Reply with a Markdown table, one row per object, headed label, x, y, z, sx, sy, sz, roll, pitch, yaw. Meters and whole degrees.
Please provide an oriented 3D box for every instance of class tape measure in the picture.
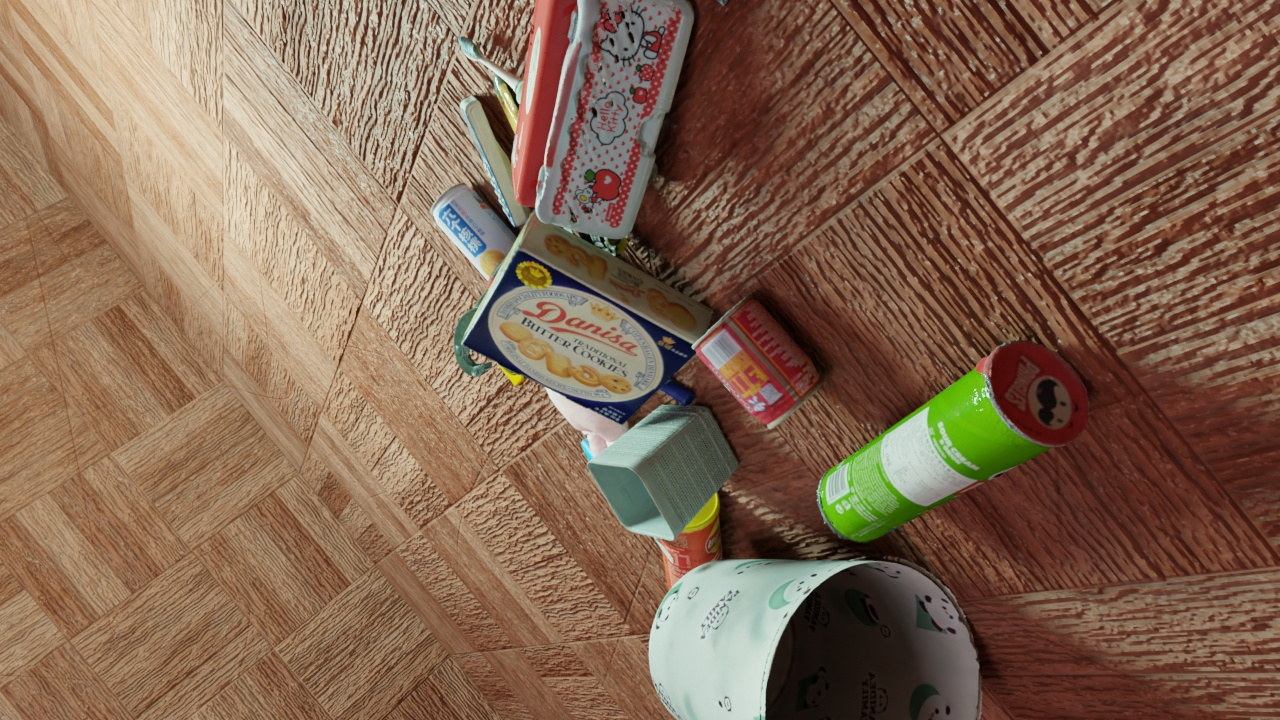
| label | x | y | z | sx | sy | sz | roll | pitch | yaw |
| --- | --- | --- | --- | --- | --- | --- | --- | --- | --- |
| tape measure | -0.152 | -0.003 | 1.108 | 0.060 | 0.028 | 0.057 | 50 | 151 | 0 |

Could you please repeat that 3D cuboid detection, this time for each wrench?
| label | x | y | z | sx | sy | sz | roll | pitch | yaw |
| --- | --- | --- | --- | --- | --- | --- | --- | --- | --- |
| wrench | -0.128 | -0.081 | 0.913 | 0.056 | 0.016 | 0.274 | 45 | 128 | 10 |

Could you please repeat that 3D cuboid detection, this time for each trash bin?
| label | x | y | z | sx | sy | sz | roll | pitch | yaw |
| --- | --- | --- | --- | --- | --- | --- | --- | --- | --- |
| trash bin | 0.144 | 0.291 | 0.866 | 0.229 | 0.229 | 0.252 | 55 | 156 | -9 |

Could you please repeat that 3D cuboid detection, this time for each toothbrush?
| label | x | y | z | sx | sy | sz | roll | pitch | yaw |
| --- | --- | --- | --- | --- | --- | --- | --- | --- | --- |
| toothbrush | -0.075 | -0.213 | 0.773 | 0.224 | 0.026 | 0.027 | 39 | 170 | 19 |

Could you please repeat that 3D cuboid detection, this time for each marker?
| label | x | y | z | sx | sy | sz | roll | pitch | yaw |
| --- | --- | --- | --- | --- | --- | --- | --- | --- | --- |
| marker | -0.006 | 0.005 | 0.934 | 0.146 | 0.016 | 0.017 | 31 | 145 | 29 |

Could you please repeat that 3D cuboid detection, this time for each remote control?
| label | x | y | z | sx | sy | sz | roll | pitch | yaw |
| --- | --- | --- | --- | --- | --- | --- | --- | --- | --- |
| remote control | -0.138 | -0.189 | 0.875 | 0.125 | 0.024 | 0.049 | 67 | 172 | -26 |

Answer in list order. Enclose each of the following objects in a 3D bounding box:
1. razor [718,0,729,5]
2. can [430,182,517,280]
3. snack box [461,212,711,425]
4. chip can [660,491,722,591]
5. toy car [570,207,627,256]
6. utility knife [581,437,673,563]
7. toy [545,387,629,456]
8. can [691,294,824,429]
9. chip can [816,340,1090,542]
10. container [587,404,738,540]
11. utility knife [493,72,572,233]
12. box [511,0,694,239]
| label | x | y | z | sx | sy | sz | roll | pitch | yaw |
| --- | --- | --- | --- | --- | --- | --- | --- | --- | --- |
| razor | 0.017 | -0.281 | 0.578 | 0.143 | 0.022 | 0.043 | 44 | 123 | 16 |
| can | -0.157 | -0.121 | 0.959 | 0.134 | 0.053 | 0.053 | 48 | 150 | 4 |
| snack box | -0.055 | -0.029 | 0.846 | 0.178 | 0.045 | 0.183 | 28 | 145 | -11 |
| chip can | 0.060 | 0.226 | 1.039 | 0.073 | 0.073 | 0.217 | 28 | 143 | 34 |
| toy car | -0.040 | -0.140 | 0.800 | 0.048 | 0.032 | 0.105 | 16 | 136 | 54 |
| utility knife | -0.014 | 0.157 | 1.036 | 0.234 | 0.018 | 0.034 | 45 | 157 | 53 |
| toy | -0.055 | 0.056 | 1.019 | 0.121 | 0.054 | 0.159 | 3 | 124 | 61 |
| can | 0.096 | 0.002 | 0.744 | 0.094 | 0.066 | 0.067 | 48 | 150 | 3 |
| chip can | 0.210 | 0.068 | 0.660 | 0.072 | 0.072 | 0.237 | 46 | 150 | 7 |
| container | 0.026 | 0.104 | 0.908 | 0.090 | 0.111 | 0.090 | -1 | 124 | 54 |
| utility knife | -0.086 | -0.166 | 0.826 | 0.201 | 0.021 | 0.031 | 60 | 166 | -4 |
| box | -0.035 | -0.200 | 0.694 | 0.110 | 0.100 | 0.202 | -102 | 22 | -45 |
